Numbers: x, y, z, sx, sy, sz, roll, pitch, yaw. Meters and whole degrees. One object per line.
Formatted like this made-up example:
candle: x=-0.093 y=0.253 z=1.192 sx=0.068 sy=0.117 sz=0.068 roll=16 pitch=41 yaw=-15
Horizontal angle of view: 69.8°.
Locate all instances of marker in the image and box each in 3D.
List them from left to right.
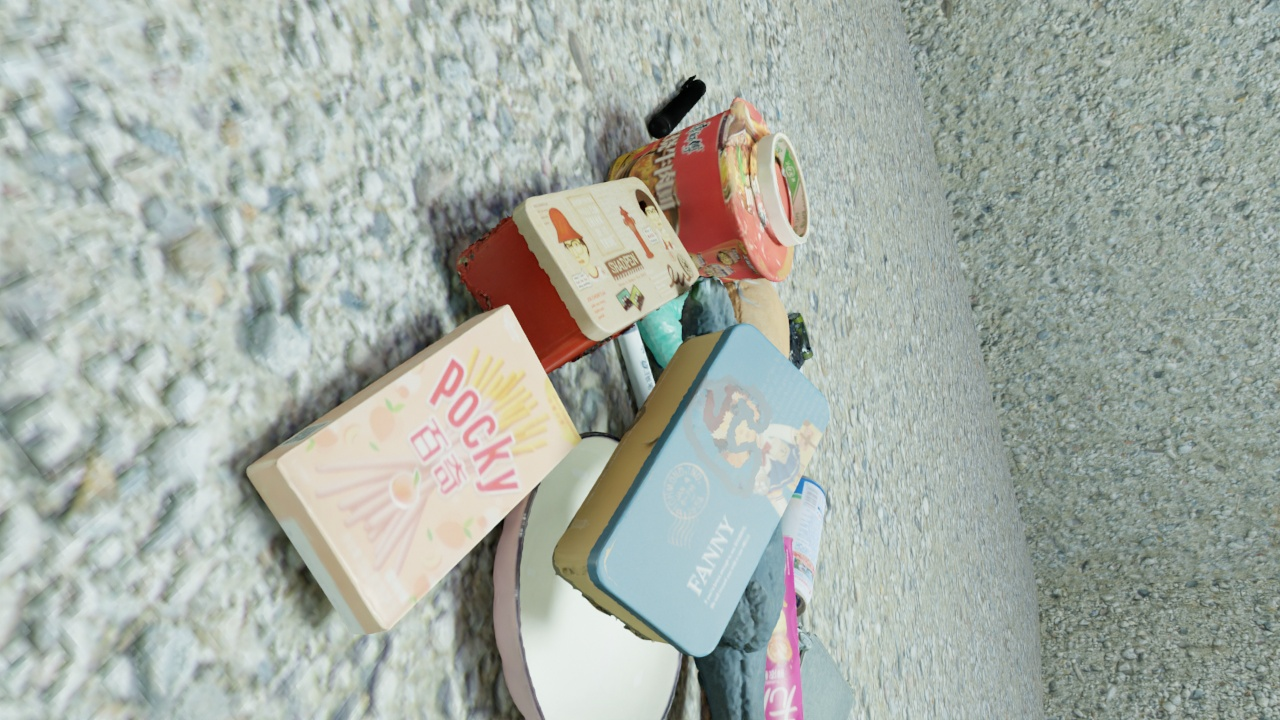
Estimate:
marker: x=-0.004 y=0.004 z=0.670 sx=0.022 sy=0.018 sz=0.131 roll=-25 pitch=104 yaw=-37
marker: x=0.035 y=-0.229 z=0.825 sx=0.022 sy=0.020 sz=0.131 roll=69 pitch=28 yaw=-25

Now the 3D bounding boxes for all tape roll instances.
tape roll: x=0.109 y=-0.129 z=0.696 sx=0.085 sy=0.014 sz=0.085 roll=33 pitch=52 yaw=-57

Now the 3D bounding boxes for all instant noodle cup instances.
instant noodle cup: x=0.046 y=-0.116 z=0.706 sx=0.138 sy=0.109 sz=0.137 roll=32 pitch=53 yaw=-56

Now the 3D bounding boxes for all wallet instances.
wallet: x=0.158 y=0.322 z=0.860 sx=0.130 sy=0.037 sz=0.106 roll=59 pitch=44 yaw=-34

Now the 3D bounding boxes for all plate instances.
plate: x=-0.031 y=0.139 z=0.541 sx=0.192 sy=0.039 sz=0.192 roll=32 pitch=53 yaw=-56

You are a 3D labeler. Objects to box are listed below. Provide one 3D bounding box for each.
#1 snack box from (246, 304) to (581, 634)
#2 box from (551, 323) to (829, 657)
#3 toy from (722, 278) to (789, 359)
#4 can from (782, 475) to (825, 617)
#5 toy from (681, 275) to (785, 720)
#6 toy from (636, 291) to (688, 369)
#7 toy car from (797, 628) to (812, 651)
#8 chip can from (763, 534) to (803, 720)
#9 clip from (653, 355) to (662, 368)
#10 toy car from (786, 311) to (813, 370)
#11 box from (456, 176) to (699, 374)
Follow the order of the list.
snack box: x=-0.094 y=0.043 z=0.426 sx=0.156 sy=0.026 sz=0.084 roll=-43 pitch=110 yaw=-49
box: x=0.027 y=0.071 z=0.497 sx=0.090 sy=0.060 sz=0.183 roll=40 pitch=61 yaw=-20
toy: x=0.091 y=-0.024 z=0.804 sx=0.144 sy=0.082 sz=0.225 roll=85 pitch=11 yaw=-54
can: x=0.139 y=0.171 z=0.852 sx=0.053 sy=0.053 sz=0.134 roll=63 pitch=31 yaw=-30
toy: x=0.057 y=0.115 z=0.640 sx=0.137 sy=0.091 sz=0.356 roll=-94 pitch=179 yaw=-79
toy: x=0.026 y=-0.017 z=0.702 sx=0.096 sy=0.030 sz=0.092 roll=-37 pitch=100 yaw=-51
toy car: x=0.115 y=0.254 z=0.793 sx=0.034 sy=0.043 sz=0.090 roll=51 pitch=25 yaw=19
chip can: x=0.090 y=0.243 z=0.712 sx=0.071 sy=0.072 sz=0.210 roll=31 pitch=54 yaw=-57
clip: x=0.027 y=-0.013 z=0.735 sx=0.056 sy=0.029 sz=0.024 roll=-37 pitch=109 yaw=-54
toy car: x=0.139 y=-0.008 z=0.926 sx=0.120 sy=0.045 sz=0.053 roll=-43 pitch=121 yaw=-53
box: x=-0.038 y=-0.052 z=0.559 sx=0.091 sy=0.077 sz=0.168 roll=58 pitch=26 yaw=-1
